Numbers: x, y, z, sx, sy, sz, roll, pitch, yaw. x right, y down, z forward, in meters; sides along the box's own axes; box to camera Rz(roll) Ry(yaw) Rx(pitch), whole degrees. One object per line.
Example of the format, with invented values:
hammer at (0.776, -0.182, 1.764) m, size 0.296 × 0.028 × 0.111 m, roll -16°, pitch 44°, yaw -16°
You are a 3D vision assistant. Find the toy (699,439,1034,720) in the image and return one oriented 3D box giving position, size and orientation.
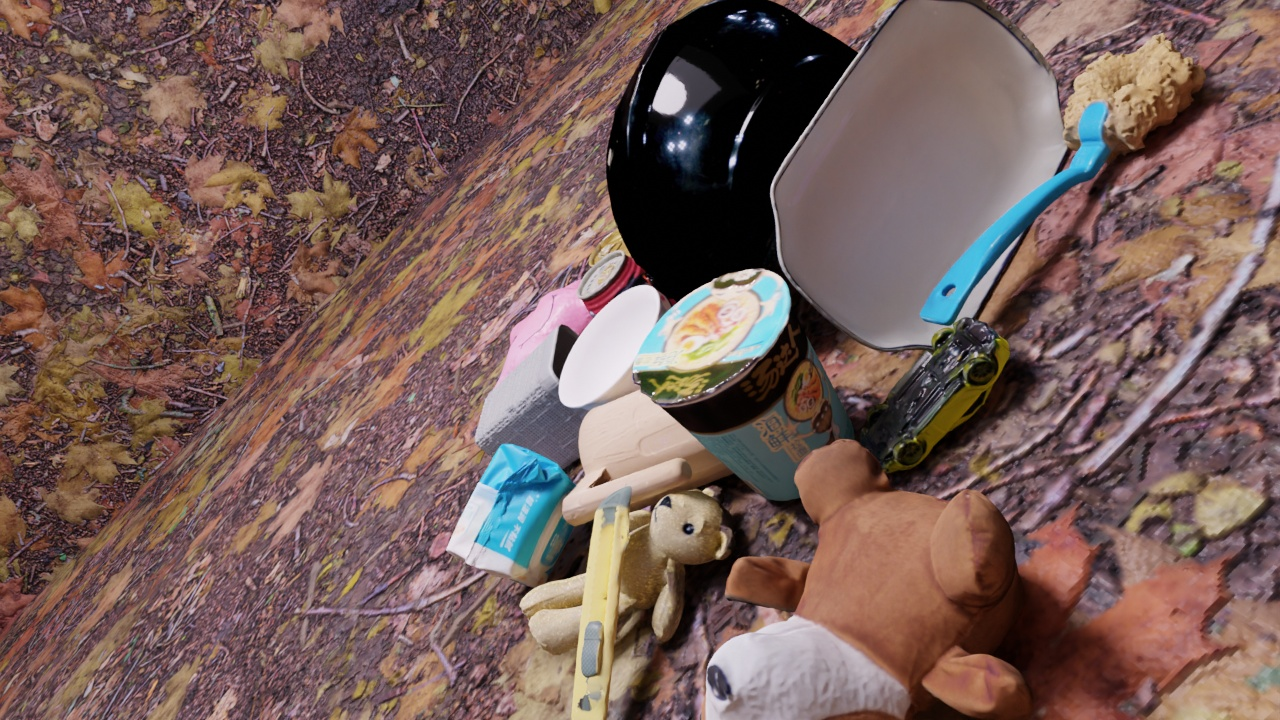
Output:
toy at (0.084, 0.139, 0.397) m, size 0.199 × 0.130 × 0.140 m, roll -59°, pitch 31°, yaw -6°

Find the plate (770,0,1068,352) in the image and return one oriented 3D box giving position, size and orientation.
plate at (0.181, -0.123, 0.600) m, size 0.265 × 0.162 × 0.034 m, roll -55°, pitch 11°, yaw -18°

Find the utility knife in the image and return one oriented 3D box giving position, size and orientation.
utility knife at (-0.025, 0.177, 0.552) m, size 0.031 × 0.021 × 0.206 m, roll -13°, pitch 66°, yaw 38°

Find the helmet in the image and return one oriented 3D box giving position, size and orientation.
helmet at (0.083, -0.154, 0.738) m, size 0.233 × 0.230 × 0.275 m, roll -49°, pitch 4°, yaw -11°

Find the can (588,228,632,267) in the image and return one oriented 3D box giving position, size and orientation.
can at (0.005, -0.118, 0.999) m, size 0.148 × 0.049 × 0.074 m, roll -10°, pitch 42°, yaw 53°

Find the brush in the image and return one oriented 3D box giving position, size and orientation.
brush at (0.260, -0.114, 0.574) m, size 0.254 × 0.046 × 0.083 m, roll -45°, pitch 27°, yaw -13°

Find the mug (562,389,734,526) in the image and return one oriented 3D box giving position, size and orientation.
mug at (0.012, 0.064, 0.646) m, size 0.104 × 0.084 × 0.124 m, roll -26°, pitch 11°, yaw 35°

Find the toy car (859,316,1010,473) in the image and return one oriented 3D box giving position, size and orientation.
toy car at (0.171, 0.024, 0.533) m, size 0.105 × 0.032 × 0.048 m, roll -52°, pitch 22°, yaw 15°

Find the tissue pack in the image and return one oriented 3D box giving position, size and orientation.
tissue pack at (-0.086, 0.120, 0.689) m, size 0.090 × 0.063 × 0.140 m, roll -64°, pitch -11°, yaw -13°

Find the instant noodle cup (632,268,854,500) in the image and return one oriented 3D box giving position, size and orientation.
instant noodle cup at (0.074, 0.022, 0.574) m, size 0.111 × 0.120 × 0.111 m, roll -30°, pitch 31°, yaw 20°

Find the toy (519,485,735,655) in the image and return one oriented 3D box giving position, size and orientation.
toy at (-0.009, 0.136, 0.601) m, size 0.157 × 0.066 × 0.105 m, roll -33°, pitch 31°, yaw 11°

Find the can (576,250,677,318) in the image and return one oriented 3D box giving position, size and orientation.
can at (-0.007, -0.050, 0.857) m, size 0.067 × 0.094 × 0.066 m, roll -36°, pitch 26°, yaw 20°

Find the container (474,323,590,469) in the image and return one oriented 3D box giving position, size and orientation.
container at (-0.084, 0.046, 0.844) m, size 0.114 × 0.090 × 0.090 m, roll -39°, pitch 24°, yaw 24°

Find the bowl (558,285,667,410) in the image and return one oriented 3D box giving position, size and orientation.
bowl at (-0.004, 0.004, 0.750) m, size 0.118 × 0.064 × 0.118 m, roll -40°, pitch 28°, yaw 26°

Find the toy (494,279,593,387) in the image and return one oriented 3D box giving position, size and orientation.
toy at (-0.101, -0.015, 0.978) m, size 0.194 × 0.074 × 0.179 m, roll -55°, pitch 25°, yaw -18°
